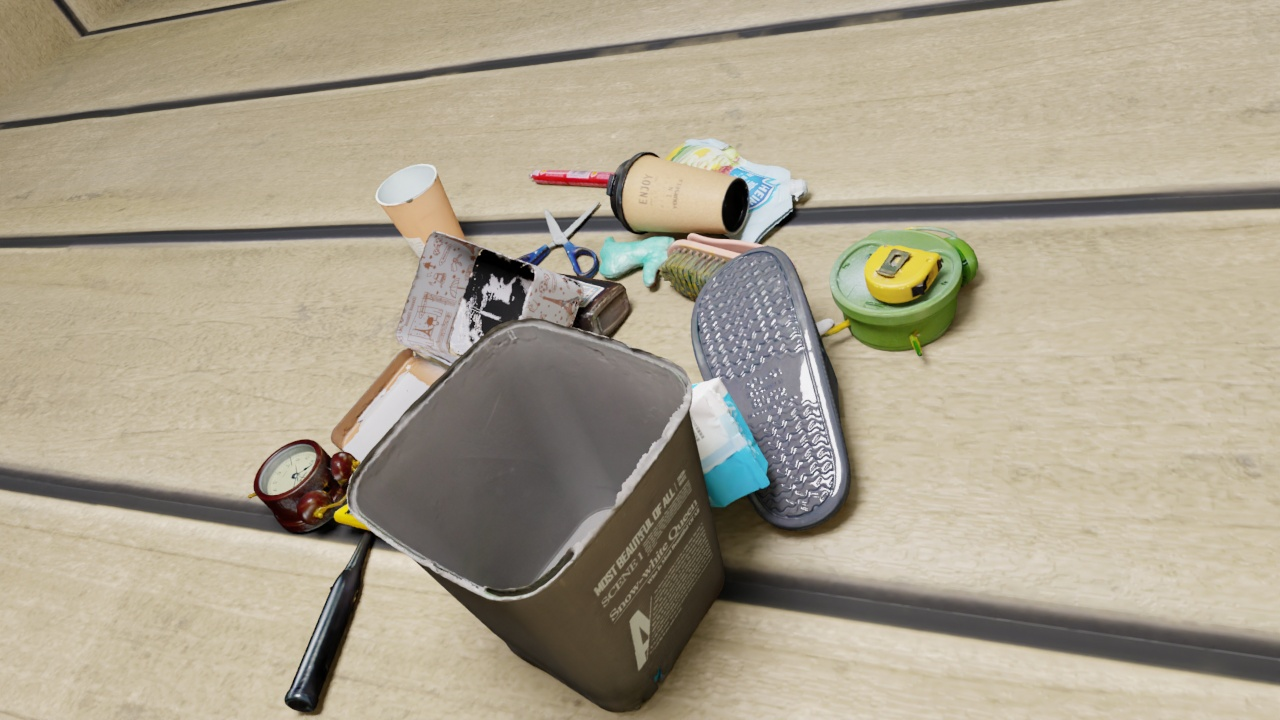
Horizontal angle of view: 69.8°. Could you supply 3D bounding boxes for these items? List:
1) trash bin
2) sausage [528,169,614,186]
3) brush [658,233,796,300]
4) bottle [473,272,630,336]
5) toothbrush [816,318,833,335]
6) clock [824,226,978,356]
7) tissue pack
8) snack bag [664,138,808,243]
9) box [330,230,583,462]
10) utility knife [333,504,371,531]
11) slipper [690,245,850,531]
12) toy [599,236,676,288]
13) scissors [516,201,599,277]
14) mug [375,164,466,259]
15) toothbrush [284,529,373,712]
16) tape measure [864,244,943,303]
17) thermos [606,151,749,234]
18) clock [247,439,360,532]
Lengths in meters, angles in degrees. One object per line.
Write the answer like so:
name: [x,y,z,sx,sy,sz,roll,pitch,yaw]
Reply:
trash bin: [-0.051,0.122,0.666,0.199,0.220,0.198,18,56,37]
sausage: [-0.082,-0.236,1.185,0.156,0.020,0.020,9,52,31]
brush: [0.085,-0.092,0.938,0.146,0.063,0.073,23,63,40]
bottle: [-0.107,-0.066,1.008,0.195,0.044,0.079,12,43,34]
toothbrush: [0.110,0.009,0.861,0.180,0.016,0.016,-32,45,-12]
clock: [0.245,-0.075,0.855,0.116,0.056,0.160,15,55,33]
tissue pack: [0.036,0.068,0.741,0.063,0.090,0.140,-37,12,-32]
snack bag: [0.099,-0.199,1.058,0.110,0.039,0.191,-37,46,-17]
box: [-0.190,0.007,0.939,0.178,0.106,0.272,23,82,38]
utility knife: [-0.215,0.153,0.841,0.155,0.015,0.033,9,40,20]
slipper: [0.118,0.027,0.802,0.111,0.083,0.267,-22,58,19]
toy: [-0.004,-0.113,1.021,0.092,0.030,0.096,-10,47,17]
scissors: [-0.101,-0.136,1.099,0.162,0.012,0.176,-32,43,-9]
mug: [-0.257,-0.165,1.114,0.078,0.123,0.078,-12,43,12]
toothbrush: [-0.265,0.206,0.817,0.027,0.026,0.212,5,44,3]
tape measure: [0.225,-0.078,0.802,0.060,0.029,0.057,20,58,37]
thermos: [0.042,-0.177,1.005,0.143,0.093,0.092,15,55,33]
clock: [-0.324,0.123,0.903,0.122,0.055,0.081,4,48,30]
